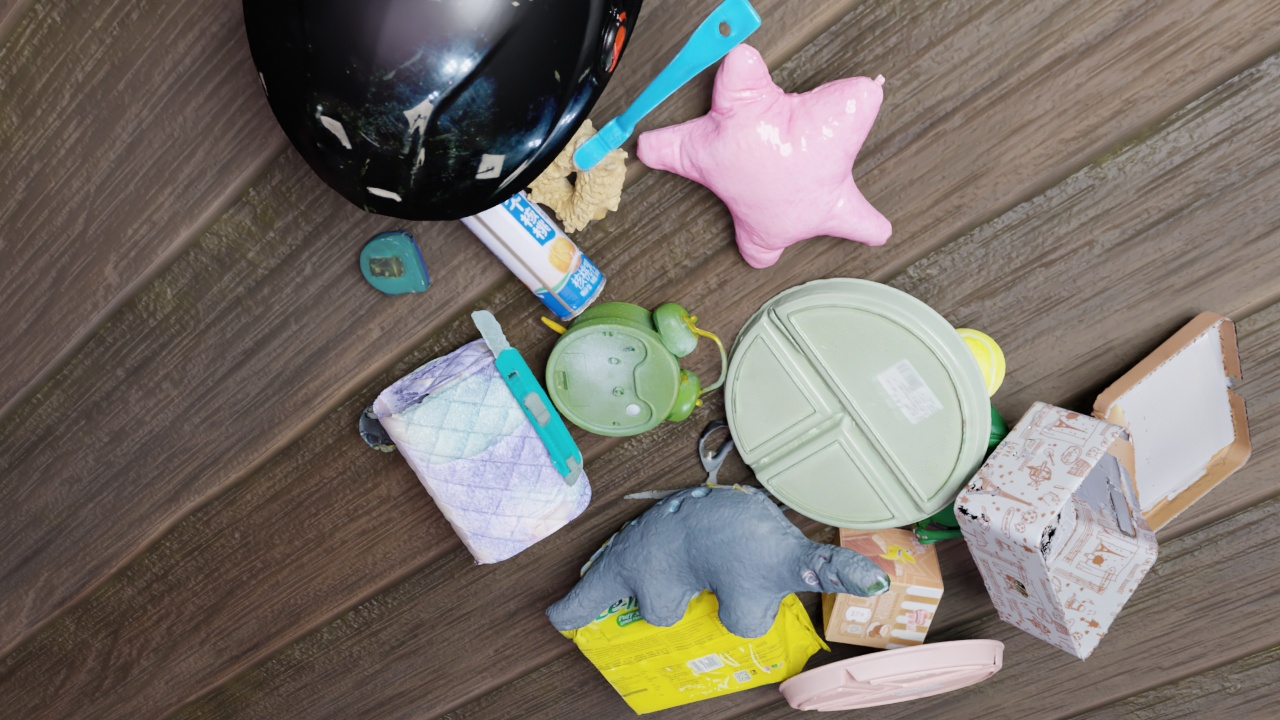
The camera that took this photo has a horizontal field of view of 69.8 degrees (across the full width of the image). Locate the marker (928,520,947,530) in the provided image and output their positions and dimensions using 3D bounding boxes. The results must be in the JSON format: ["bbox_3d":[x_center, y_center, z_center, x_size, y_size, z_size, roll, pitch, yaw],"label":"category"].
[{"bbox_3d":[0.250,0.139,0.884,0.132,0.020,0.022,21,112,-6],"label":"marker"}]

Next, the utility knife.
[{"bbox_3d":[-0.095,0.034,0.798,0.013,0.029,0.193,15,139,53],"label":"utility knife"}]

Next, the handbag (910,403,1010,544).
[{"bbox_3d":[0.280,0.102,0.817,0.120,0.067,0.131,-28,125,17],"label":"handbag"}]

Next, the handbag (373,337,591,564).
[{"bbox_3d":[-0.140,0.084,0.847,0.134,0.075,0.194,-30,117,-10],"label":"handbag"}]

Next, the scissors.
[{"bbox_3d":[0.072,0.130,0.907,0.159,0.014,0.177,20,126,-4],"label":"scissors"}]

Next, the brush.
[{"bbox_3d":[-0.007,-0.170,0.650,0.083,0.045,0.255,51,140,-7],"label":"brush"}]

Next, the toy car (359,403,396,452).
[{"bbox_3d":[-0.216,0.057,0.879,0.105,0.031,0.049,-8,120,0],"label":"toy car"}]

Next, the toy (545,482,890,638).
[{"bbox_3d":[0.062,0.182,0.849,0.357,0.137,0.091,-13,141,34],"label":"toy"}]

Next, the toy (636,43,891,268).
[{"bbox_3d":[0.113,-0.145,0.679,0.194,0.074,0.179,39,133,-22],"label":"toy"}]

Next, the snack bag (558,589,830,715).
[{"bbox_3d":[0.054,0.286,0.951,0.247,0.068,0.158,-23,119,21],"label":"snack bag"}]

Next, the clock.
[{"bbox_3d":[-0.005,0.005,0.806,0.161,0.056,0.116,0,124,7],"label":"clock"}]

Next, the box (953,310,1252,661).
[{"bbox_3d":[0.391,0.096,0.760,0.261,0.088,0.178,-44,125,-16],"label":"box"}]

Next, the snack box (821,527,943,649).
[{"bbox_3d":[0.236,0.223,0.907,0.094,0.076,0.093,8,124,3],"label":"snack box"}]

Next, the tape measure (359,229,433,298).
[{"bbox_3d":[-0.214,-0.082,0.792,0.054,0.025,0.058,-7,121,10],"label":"tape measure"}]

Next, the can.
[{"bbox_3d":[-0.091,-0.096,0.751,0.053,0.053,0.134,-34,113,25],"label":"can"}]

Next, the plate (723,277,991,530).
[{"bbox_3d":[0.173,0.044,0.776,0.230,0.027,0.230,11,115,25],"label":"plate"}]

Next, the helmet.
[{"bbox_3d":[-0.126,-0.219,0.572,0.233,0.229,0.275,22,161,-8],"label":"helmet"}]

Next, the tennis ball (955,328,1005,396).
[{"bbox_3d":[0.270,0.006,0.767,0.065,0.065,0.066,3,123,5],"label":"tennis ball"}]

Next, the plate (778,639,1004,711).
[{"bbox_3d":[0.256,0.325,0.934,0.229,0.028,0.230,-8,152,-4],"label":"plate"}]
